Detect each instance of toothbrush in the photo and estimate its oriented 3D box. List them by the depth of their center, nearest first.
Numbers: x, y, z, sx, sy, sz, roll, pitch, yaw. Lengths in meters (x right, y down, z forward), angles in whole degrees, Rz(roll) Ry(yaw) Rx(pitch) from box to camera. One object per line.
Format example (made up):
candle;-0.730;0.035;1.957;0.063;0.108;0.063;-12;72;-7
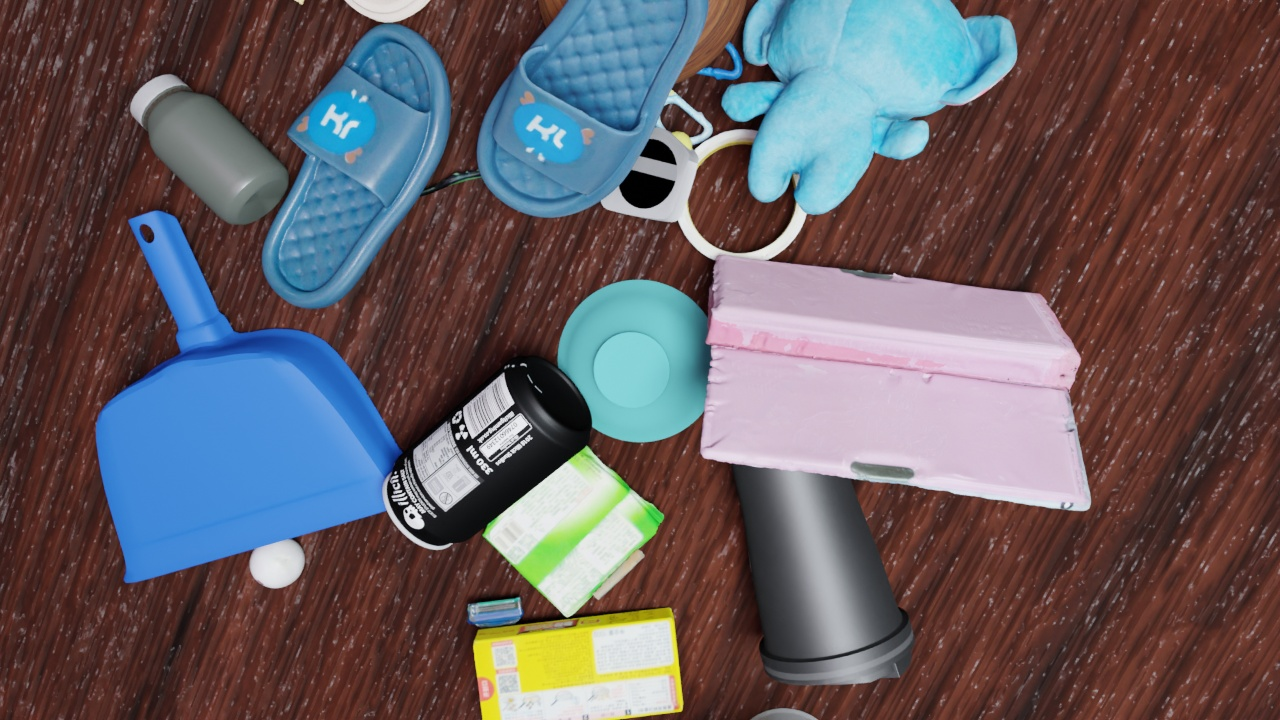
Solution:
toothbrush;-0.114;-0.139;0.670;0.188;0.014;0.017;-11;95;7

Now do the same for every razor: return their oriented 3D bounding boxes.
razor;-0.106;0.253;0.719;0.044;0.018;0.141;-6;98;-2

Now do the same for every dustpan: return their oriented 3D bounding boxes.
dustpan;-0.327;0.016;0.692;0.246;0.059;0.258;-17;105;8

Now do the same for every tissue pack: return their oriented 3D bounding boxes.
tissue pack;-0.051;0.127;0.688;0.099;0.034;0.114;45;100;2

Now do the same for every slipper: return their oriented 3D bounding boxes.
slipper;-0.034;-0.170;0.594;0.104;0.059;0.214;35;128;-12
slipper;-0.204;-0.135;0.647;0.104;0.059;0.214;29;96;15

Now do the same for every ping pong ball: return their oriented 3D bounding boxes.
ping pong ball;-0.283;0.157;0.714;0.040;0.040;0.040;1;97;6

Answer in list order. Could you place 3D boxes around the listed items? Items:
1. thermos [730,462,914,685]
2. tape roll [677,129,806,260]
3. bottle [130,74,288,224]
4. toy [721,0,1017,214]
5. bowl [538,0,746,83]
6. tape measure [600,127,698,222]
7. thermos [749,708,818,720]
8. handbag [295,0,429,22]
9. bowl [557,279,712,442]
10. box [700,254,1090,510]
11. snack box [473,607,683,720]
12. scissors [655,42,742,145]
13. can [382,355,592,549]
thermos;0.112;0.110;0.638;0.106;0.105;0.218;-15;91;8
tape roll;0.071;-0.115;0.649;0.094;0.019;0.094;1;97;6
bottle;-0.313;-0.153;0.667;0.108;0.060;0.060;45;100;-1
toy;0.135;-0.169;0.593;0.183;0.115;0.180;20;81;25
bowl;-0.002;-0.261;0.606;0.147;0.069;0.147;0;92;6
tape measure;0.006;-0.132;0.644;0.065;0.016;0.064;20;101;29
thermos;0.100;0.321;0.601;0.131;0.221;0.131;1;97;6
handbag;-0.192;-0.325;0.609;0.195;0.101;0.198;-24;95;12
bowl;-0.004;0.004;0.659;0.121;0.046;0.121;1;98;6
box;0.157;0.000;0.578;0.233;0.179;0.051;6;133;0
snack box;-0.047;0.235;0.695;0.152;0.025;0.075;-6;97;-2
scissors;0.003;-0.198;0.651;0.133;0.020;0.097;11;95;4
can;-0.109;0.067;0.654;0.146;0.080;0.080;-39;92;19
